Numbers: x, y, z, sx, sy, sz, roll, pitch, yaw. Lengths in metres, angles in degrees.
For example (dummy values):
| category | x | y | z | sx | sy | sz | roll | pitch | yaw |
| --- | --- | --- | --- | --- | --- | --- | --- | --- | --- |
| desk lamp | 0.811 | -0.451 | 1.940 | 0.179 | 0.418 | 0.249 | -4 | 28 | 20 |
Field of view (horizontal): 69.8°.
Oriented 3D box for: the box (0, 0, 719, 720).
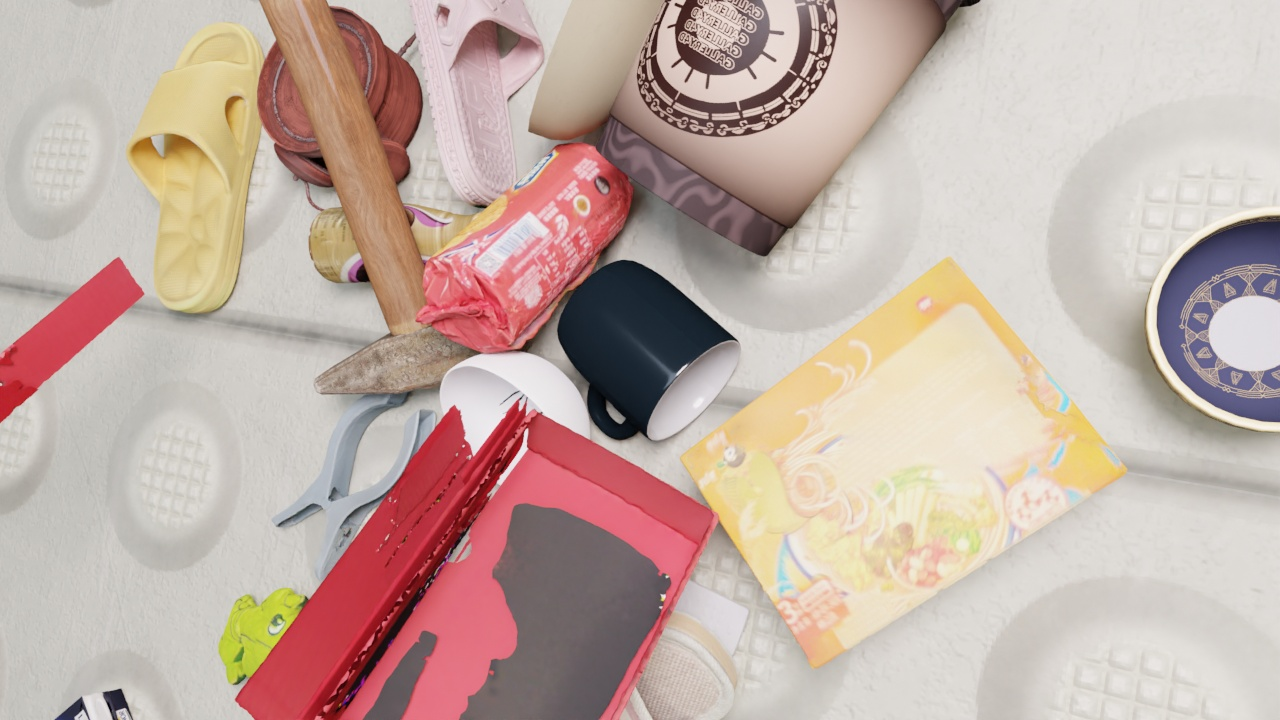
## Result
| category | x | y | z | sx | sy | sz | roll | pitch | yaw |
| --- | --- | --- | --- | --- | --- | --- | --- | --- | --- |
| box | -0.064 | 0.067 | 0.416 | 0.198 | 0.352 | 0.216 | 27 | 54 | 8 |

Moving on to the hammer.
| category | x | y | z | sx | sy | sz | roll | pitch | yaw |
| --- | --- | --- | --- | --- | --- | --- | --- | --- | --- |
| hammer | -0.200 | -0.121 | 0.645 | 0.158 | 0.037 | 0.301 | -14 | 105 | 11 |

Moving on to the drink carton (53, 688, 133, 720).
| category | x | y | z | sx | sy | sz | roll | pitch | yaw |
| --- | --- | --- | --- | --- | --- | --- | --- | --- | --- |
| drink carton | -0.493 | 0.346 | 0.794 | 0.130 | 0.040 | 0.064 | -39 | 71 | 14 |

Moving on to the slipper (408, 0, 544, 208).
| category | x | y | z | sx | sy | sz | roll | pitch | yaw |
| --- | --- | --- | --- | --- | --- | --- | --- | --- | --- |
| slipper | -0.115 | -0.233 | 0.676 | 0.064 | 0.094 | 0.239 | -11 | 81 | 25 |

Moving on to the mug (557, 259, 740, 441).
| category | x | y | z | sx | sy | sz | roll | pitch | yaw |
| --- | --- | --- | --- | --- | --- | --- | --- | --- | --- |
| mug | -0.004 | 0.004 | 0.612 | 0.094 | 0.085 | 0.122 | 43 | 130 | 23 |

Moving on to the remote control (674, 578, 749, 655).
| category | x | y | z | sx | sy | sz | roll | pitch | yaw |
| --- | --- | --- | --- | --- | --- | --- | --- | --- | --- |
| remote control | 0.011 | 0.154 | 0.616 | 0.131 | 0.012 | 0.033 | 21 | 94 | 24 |

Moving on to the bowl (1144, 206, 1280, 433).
| category | x | y | z | sx | sy | sz | roll | pitch | yaw |
| --- | --- | --- | --- | --- | --- | --- | --- | --- | --- |
| bowl | 0.323 | -0.017 | 0.477 | 0.113 | 0.061 | 0.112 | -3 | 82 | 23 |

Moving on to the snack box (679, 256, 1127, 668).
| category | x | y | z | sx | sy | sz | roll | pitch | yaw |
| --- | --- | --- | --- | --- | --- | --- | --- | --- | --- |
| snack box | 0.147 | 0.061 | 0.532 | 0.195 | 0.080 | 0.145 | -38 | 70 | 15 |

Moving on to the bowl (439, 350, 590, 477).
| category | x | y | z | sx | sy | sz | roll | pitch | yaw |
| --- | --- | --- | --- | --- | --- | --- | --- | --- | --- |
| bowl | -0.078 | 0.038 | 0.632 | 0.115 | 0.050 | 0.115 | 23 | 136 | 25 |

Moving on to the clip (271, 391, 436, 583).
| category | x | y | z | sx | sy | sz | roll | pitch | yaw |
| --- | --- | --- | --- | --- | --- | --- | --- | --- | --- |
| clip | -0.234 | 0.080 | 0.724 | 0.112 | 0.028 | 0.163 | 40 | 99 | 24 |

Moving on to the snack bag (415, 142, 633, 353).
| category | x | y | z | sx | sy | sz | roll | pitch | yaw |
| --- | --- | --- | --- | --- | --- | --- | --- | --- | --- |
| snack bag | -0.072 | -0.077 | 0.618 | 0.082 | 0.082 | 0.176 | 23 | 54 | 24 |

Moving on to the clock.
| category | x | y | z | sx | sy | sz | roll | pitch | yaw |
| --- | --- | --- | --- | --- | --- | --- | --- | --- | --- |
| clock | -0.239 | -0.197 | 0.735 | 0.121 | 0.072 | 0.157 | 9 | 86 | 24 |

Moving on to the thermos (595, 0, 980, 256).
| category | x | y | z | sx | sy | sz | roll | pitch | yaw |
| --- | --- | --- | --- | --- | --- | --- | --- | --- | --- |
| thermos | 0.085 | -0.192 | 0.551 | 0.173 | 0.172 | 0.226 | 38 | 105 | 23 |

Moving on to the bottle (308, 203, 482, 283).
| category | x | y | z | sx | sy | sz | roll | pitch | yaw |
| --- | --- | --- | --- | --- | --- | --- | --- | --- | --- |
| bottle | -0.167 | -0.091 | 0.700 | 0.166 | 0.059 | 0.059 | -1 | 83 | 14 |

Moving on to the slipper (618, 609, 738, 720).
| category | x | y | z | sx | sy | sz | roll | pitch | yaw |
| --- | --- | --- | --- | --- | --- | --- | --- | --- | --- |
| slipper | -0.062 | 0.233 | 0.598 | 0.263 | 0.052 | 0.115 | -23 | 109 | 23 |

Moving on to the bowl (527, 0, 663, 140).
| category | x | y | z | sx | sy | sz | roll | pitch | yaw |
| --- | --- | --- | --- | --- | --- | --- | --- | --- | --- |
| bowl | -0.022 | -0.214 | 0.617 | 0.050 | 0.152 | 0.152 | 24 | 93 | -7 |

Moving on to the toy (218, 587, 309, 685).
| category | x | y | z | sx | sy | sz | roll | pitch | yaw |
| --- | --- | --- | --- | --- | --- | --- | --- | --- | --- |
| toy | -0.301 | 0.219 | 0.731 | 0.094 | 0.036 | 0.094 | 24 | 92 | 32 |

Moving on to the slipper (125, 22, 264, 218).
| category | x | y | z | sx | sy | sz | roll | pitch | yaw |
| --- | --- | --- | --- | --- | --- | --- | --- | --- | --- |
| slipper | -0.396 | -0.174 | 0.798 | 0.100 | 0.078 | 0.263 | -1 | 84 | 25 |
